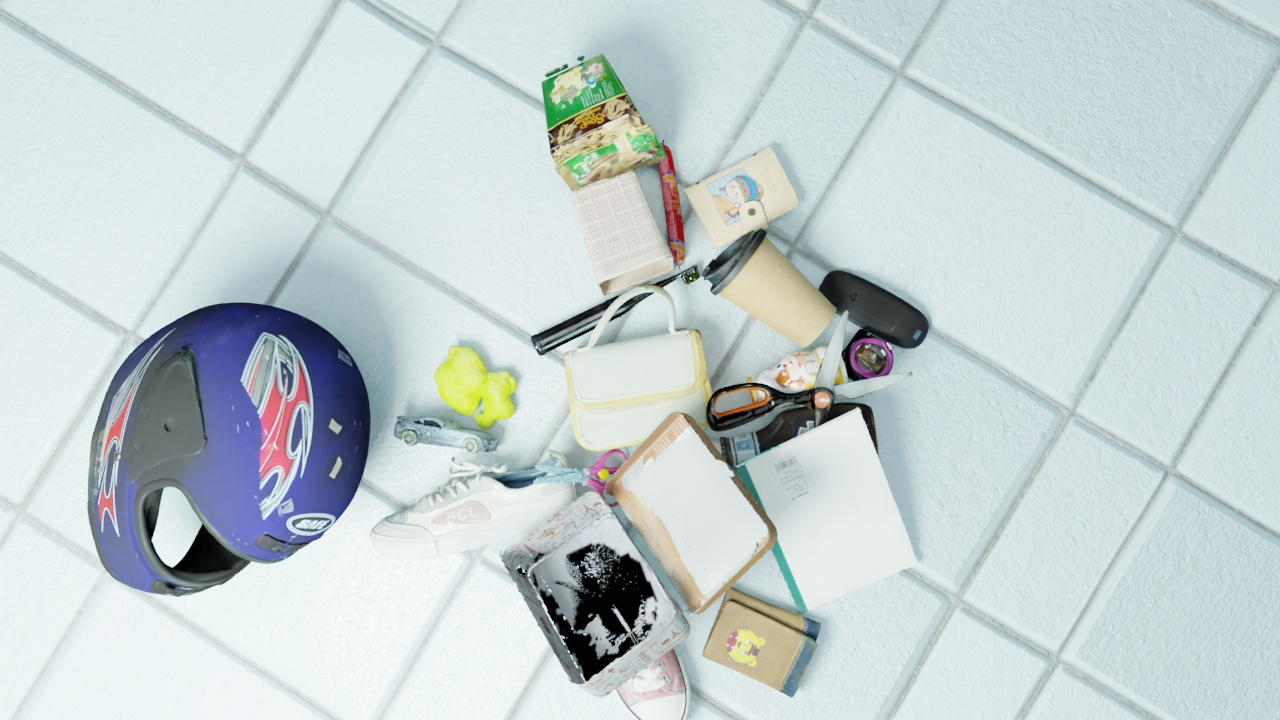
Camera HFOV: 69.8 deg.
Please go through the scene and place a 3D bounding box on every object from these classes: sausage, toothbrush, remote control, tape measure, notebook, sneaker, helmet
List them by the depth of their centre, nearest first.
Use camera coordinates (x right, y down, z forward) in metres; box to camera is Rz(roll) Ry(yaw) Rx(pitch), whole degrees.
[{"bbox_3d":[-0.413,0.097,0.967,0.241,0.247,0.315,3,81,20],"label":"helmet"},{"bbox_3d":[0.210,0.172,1.023,0.150,0.012,0.209,-24,109,1],"label":"notebook"},{"bbox_3d":[-0.009,0.311,1.025,0.118,0.088,0.241,-19,86,1],"label":"sneaker"},{"bbox_3d":[-0.191,0.157,1.036,0.242,0.089,0.091,-12,102,-2],"label":"sneaker"},{"bbox_3d":[0.261,-0.001,1.054,0.058,0.039,0.057,39,89,3],"label":"tape measure"},{"bbox_3d":[0.272,-0.060,1.065,0.136,0.024,0.053,29,89,3],"label":"remote control"},{"bbox_3d":[-0.028,-0.061,1.076,0.212,0.026,0.027,-25,98,0],"label":"toothbrush"},{"bbox_3d":[0.037,-0.184,1.082,0.020,0.020,0.156,-8,87,2],"label":"sausage"}]

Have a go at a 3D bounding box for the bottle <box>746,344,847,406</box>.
[{"bbox_3d":[0.178,0.023,1.044,0.108,0.063,0.063,-16,87,1],"label":"bottle"}]

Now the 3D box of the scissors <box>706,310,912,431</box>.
[{"bbox_3d":[0.184,0.058,1.008,0.234,0.021,0.221,-4,103,3],"label":"scissors"}]

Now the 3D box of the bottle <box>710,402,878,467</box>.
[{"bbox_3d":[0.170,0.096,1.051,0.195,0.044,0.080,-9,94,3],"label":"bottle"}]

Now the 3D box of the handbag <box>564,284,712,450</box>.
[{"bbox_3d":[-0.006,0.006,1.046,0.163,0.063,0.178,-10,92,0],"label":"handbag"}]

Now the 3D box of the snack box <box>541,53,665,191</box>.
[{"bbox_3d":[-0.050,-0.274,1.047,0.118,0.117,0.105,-21,72,9],"label":"snack box"}]

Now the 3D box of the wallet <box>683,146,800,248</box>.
[{"bbox_3d":[0.120,-0.189,1.079,0.115,0.024,0.087,-26,82,-1],"label":"wallet"}]

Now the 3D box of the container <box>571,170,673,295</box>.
[{"bbox_3d":[-0.023,-0.146,1.049,0.090,0.090,0.111,-20,84,1],"label":"container"}]

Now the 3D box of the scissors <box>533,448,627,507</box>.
[{"bbox_3d":[-0.066,0.139,1.032,0.137,0.017,0.073,-1,90,-41],"label":"scissors"}]

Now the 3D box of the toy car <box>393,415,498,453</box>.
[{"bbox_3d":[-0.224,0.085,1.061,0.120,0.054,0.037,10,89,2],"label":"toy car"}]

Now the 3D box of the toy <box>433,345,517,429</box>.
[{"bbox_3d":[-0.195,0.032,1.074,0.100,0.031,0.096,3,89,2],"label":"toy"}]

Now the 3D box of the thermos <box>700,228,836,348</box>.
[{"bbox_3d":[0.148,-0.081,1.043,0.143,0.093,0.093,39,89,-5],"label":"thermos"}]

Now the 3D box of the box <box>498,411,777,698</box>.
[{"bbox_3d":[0.002,0.200,0.956,0.259,0.110,0.179,-36,58,-3],"label":"box"}]

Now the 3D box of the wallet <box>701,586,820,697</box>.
[{"bbox_3d":[0.138,0.320,1.049,0.115,0.033,0.090,23,89,7],"label":"wallet"}]
